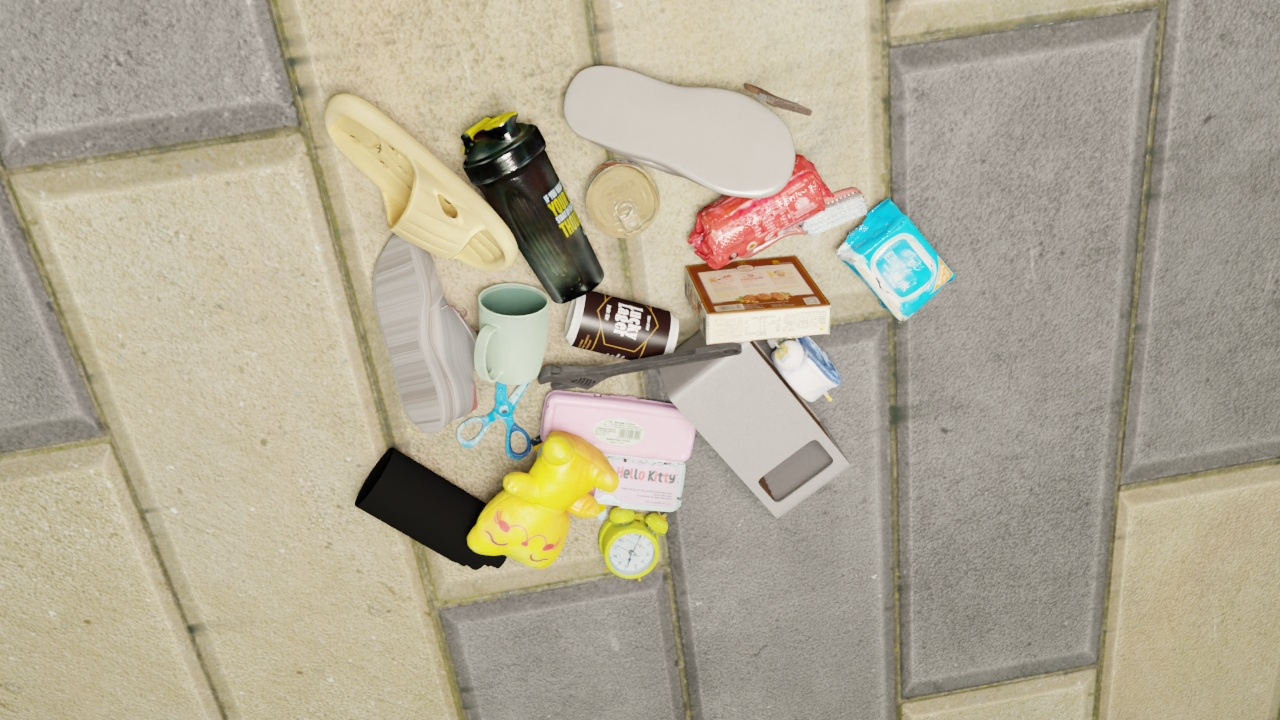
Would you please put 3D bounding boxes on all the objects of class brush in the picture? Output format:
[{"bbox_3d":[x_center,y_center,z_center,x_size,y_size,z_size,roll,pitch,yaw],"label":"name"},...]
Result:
[{"bbox_3d":[0.138,-0.287,0.995,0.045,0.143,0.008,9,113,-20],"label":"brush"},{"bbox_3d":[0.195,-0.163,1.117,0.172,0.030,0.041,-22,113,3],"label":"brush"}]

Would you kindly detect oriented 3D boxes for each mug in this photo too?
[{"bbox_3d":[-0.160,-0.022,1.093,0.084,0.111,0.104,19,124,20],"label":"mug"}]

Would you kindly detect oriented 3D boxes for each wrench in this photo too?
[{"bbox_3d":[-0.006,0.006,1.102,0.274,0.018,0.073,-10,157,27],"label":"wrench"}]

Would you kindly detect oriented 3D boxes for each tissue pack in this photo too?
[{"bbox_3d":[0.314,-0.119,1.131,0.093,0.061,0.144,-43,111,12],"label":"tissue pack"}]

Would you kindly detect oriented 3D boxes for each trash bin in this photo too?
[{"bbox_3d":[0.143,0.068,1.161,0.114,0.114,0.229,-38,112,9],"label":"trash bin"}]

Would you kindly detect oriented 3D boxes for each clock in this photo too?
[{"bbox_3d":[-0.011,0.240,1.249,0.083,0.057,0.119,15,103,-10],"label":"clock"},{"bbox_3d":[0.199,-0.003,1.154,0.052,0.088,0.125,-41,112,17],"label":"clock"}]

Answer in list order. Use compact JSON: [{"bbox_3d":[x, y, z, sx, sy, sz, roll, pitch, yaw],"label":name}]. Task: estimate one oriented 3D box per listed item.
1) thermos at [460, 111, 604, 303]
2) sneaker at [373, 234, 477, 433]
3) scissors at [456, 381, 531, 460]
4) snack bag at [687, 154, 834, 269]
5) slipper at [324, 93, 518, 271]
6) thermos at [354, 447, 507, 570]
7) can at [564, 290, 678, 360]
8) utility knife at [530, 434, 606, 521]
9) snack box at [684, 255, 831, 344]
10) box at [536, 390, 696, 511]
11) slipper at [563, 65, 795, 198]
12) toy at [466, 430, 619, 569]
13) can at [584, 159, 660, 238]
[{"bbox_3d":[-0.122,-0.173,1.046,0.098,0.098,0.221,-27,118,5],"label":"thermos"},{"bbox_3d":[-0.244,-0.036,1.098,0.099,0.089,0.236,-5,97,35],"label":"sneaker"},{"bbox_3d":[-0.168,0.073,1.185,0.117,0.013,0.140,35,103,-18],"label":"scissors"},{"bbox_3d":[0.138,-0.174,1.077,0.176,0.082,0.082,-29,113,5],"label":"snack bag"},{"bbox_3d":[-0.255,-0.177,1.012,0.261,0.112,0.079,44,59,-14],"label":"slipper"},{"bbox_3d":[-0.259,0.200,1.186,0.198,0.086,0.086,35,105,-19],"label":"thermos"},{"bbox_3d":[-0.024,-0.039,1.120,0.128,0.072,0.072,14,110,-12],"label":"can"},{"bbox_3d":[-0.092,0.157,1.225,0.030,0.017,0.159,-31,110,12],"label":"utility knife"},{"bbox_3d":[0.134,-0.073,1.084,0.143,0.146,0.041,-6,119,-5],"label":"snack box"},{"bbox_3d":[-0.033,0.121,1.193,0.201,0.037,0.153,7,102,-9],"label":"box"},{"bbox_3d":[0.044,-0.255,1.044,0.266,0.080,0.113,16,90,2],"label":"slipper"},{"bbox_3d":[-0.125,0.169,1.140,0.134,0.087,0.194,23,113,-31],"label":"toy"},{"bbox_3d":[-0.022,-0.190,1.072,0.086,0.043,0.086,-2,113,-5],"label":"can"}]
